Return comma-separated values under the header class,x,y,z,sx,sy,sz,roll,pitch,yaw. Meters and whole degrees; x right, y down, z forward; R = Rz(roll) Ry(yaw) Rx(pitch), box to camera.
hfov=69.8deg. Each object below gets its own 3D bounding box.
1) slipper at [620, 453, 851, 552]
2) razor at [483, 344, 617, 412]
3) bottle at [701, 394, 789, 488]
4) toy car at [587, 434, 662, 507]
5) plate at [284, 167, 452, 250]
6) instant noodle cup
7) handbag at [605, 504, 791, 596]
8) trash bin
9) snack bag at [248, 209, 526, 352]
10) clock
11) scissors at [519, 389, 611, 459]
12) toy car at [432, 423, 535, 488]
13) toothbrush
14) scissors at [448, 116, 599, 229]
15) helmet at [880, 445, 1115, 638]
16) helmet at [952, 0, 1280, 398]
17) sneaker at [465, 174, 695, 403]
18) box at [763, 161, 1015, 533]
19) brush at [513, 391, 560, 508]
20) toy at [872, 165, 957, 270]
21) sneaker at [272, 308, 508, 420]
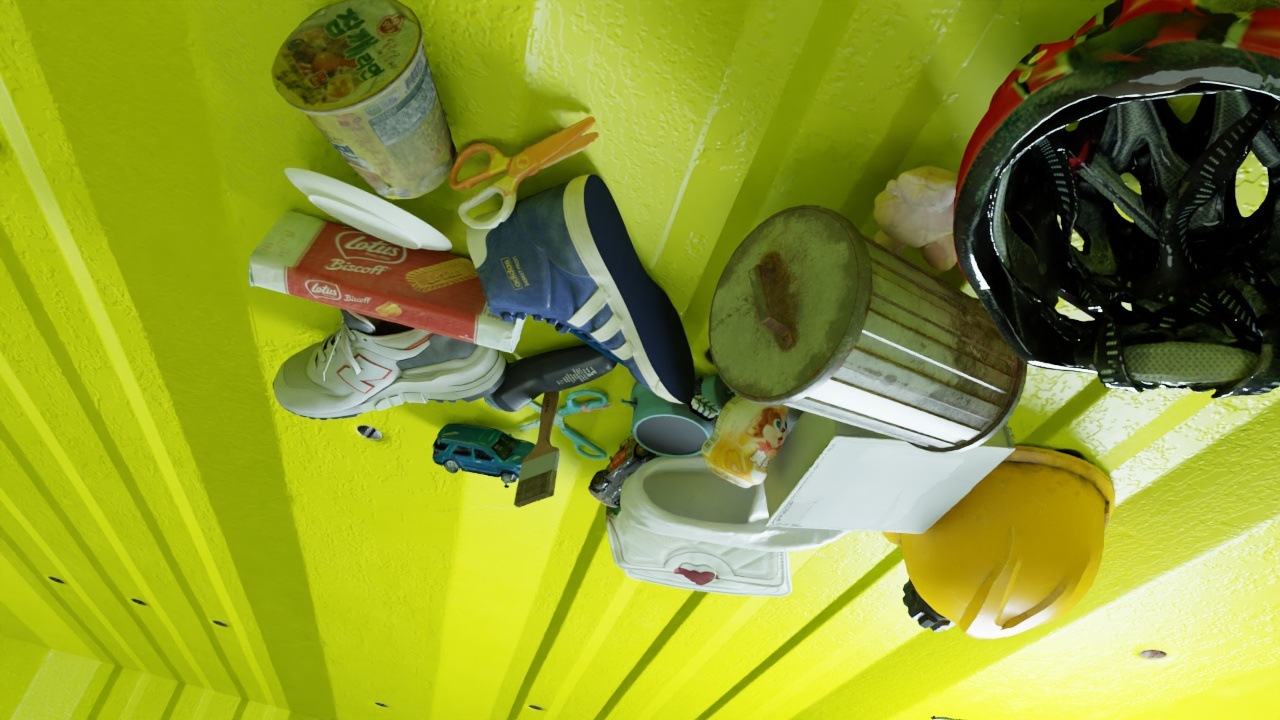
class,x,y,z,sx,sy,sz,roll,pitch,yaw
slipper,0.105,0.130,0.903,0.246,0.112,0.075,4,170,-6
razor,-0.086,0.014,0.865,0.143,0.052,0.047,-15,134,27
bottle,0.100,0.055,0.809,0.063,0.108,0.063,27,-178,-1
toy car,-0.005,0.106,0.957,0.112,0.047,0.047,-39,120,23
plate,-0.211,-0.111,0.710,0.134,0.011,0.134,22,173,3
instant noodle cup,-0.175,-0.169,0.616,0.102,0.102,0.108,3,152,14
handbag,0.071,0.192,1.013,0.199,0.096,0.142,3,142,17
trash bin,0.154,-0.015,0.632,0.211,0.130,0.131,18,148,-36
snack bag,-0.204,-0.068,0.767,0.225,0.077,0.041,16,133,-3
clock,0.047,0.051,0.866,0.124,0.053,0.090,0,143,13
scissors,-0.070,0.065,0.962,0.135,0.015,0.135,-14,134,42
toy car,-0.170,0.100,1.001,0.120,0.056,0.044,10,122,14
toothbrush,-0.005,0.005,0.814,0.168,0.014,0.014,33,133,3
scissors,-0.081,-0.136,0.656,0.130,0.070,0.013,-16,170,23
helmet,0.348,0.202,0.905,0.205,0.131,0.256,18,143,-5
helmet,0.288,-0.089,0.495,0.218,0.166,0.272,2,150,35
sneaker,-0.051,-0.039,0.742,0.119,0.091,0.233,-9,138,22
box,0.235,-0.028,0.901,0.171,0.402,0.169,16,141,-5
brush,-0.090,0.070,0.859,0.045,0.142,0.008,-23,132,29
toy,0.190,-0.098,0.623,0.063,0.047,0.110,6,156,11
sneaker,-0.252,-0.019,0.852,0.240,0.088,0.124,-5,137,11
